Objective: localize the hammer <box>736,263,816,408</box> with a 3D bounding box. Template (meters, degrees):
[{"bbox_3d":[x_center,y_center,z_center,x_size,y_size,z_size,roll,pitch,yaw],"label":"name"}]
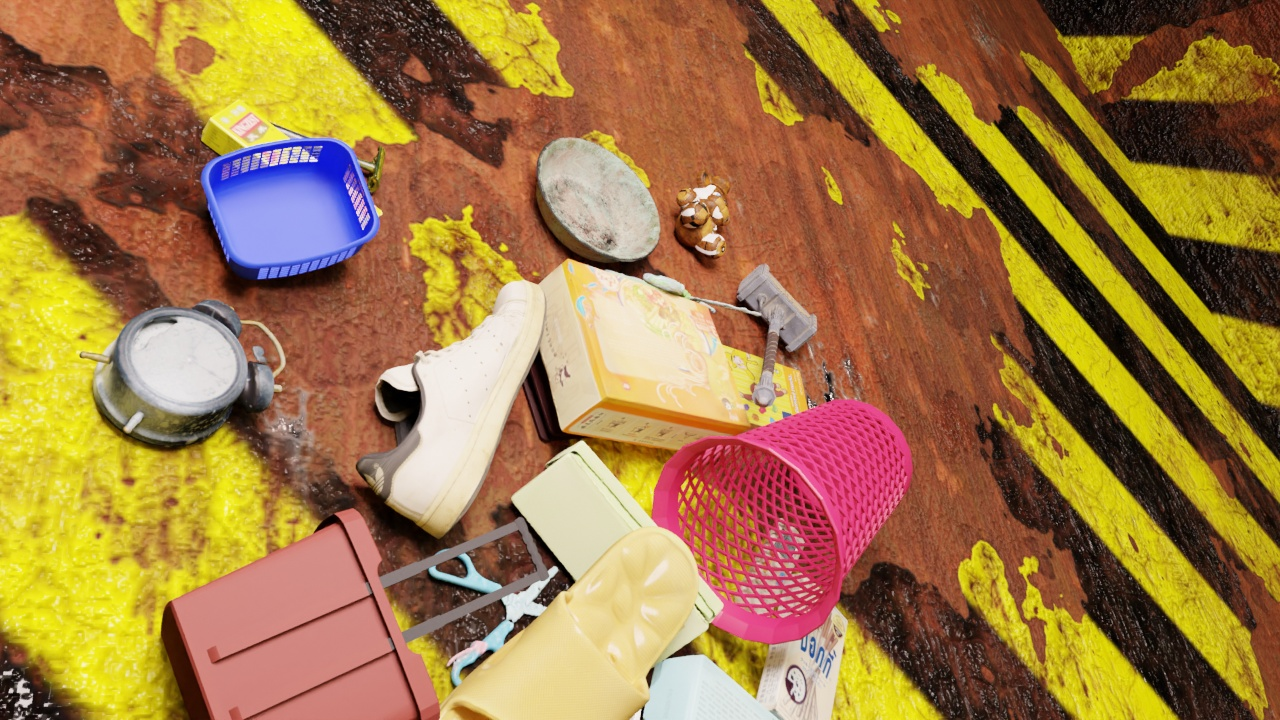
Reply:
[{"bbox_3d":[0.138,-0.017,0.966,0.098,0.044,0.321,45,22,-7],"label":"hammer"}]

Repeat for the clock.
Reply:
[{"bbox_3d":[-0.306,0.006,0.628,0.090,0.052,0.129,56,37,5],"label":"clock"}]

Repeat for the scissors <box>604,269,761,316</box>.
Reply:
[{"bbox_3d":[0.041,-0.067,0.944,0.171,0.168,0.023,13,83,2],"label":"scissors"}]

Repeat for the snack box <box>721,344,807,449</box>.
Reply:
[{"bbox_3d":[0.121,0.043,0.988,0.125,0.040,0.088,17,52,-33],"label":"snack box"}]

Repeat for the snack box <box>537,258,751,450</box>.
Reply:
[{"bbox_3d":[-0.005,0.005,0.854,0.195,0.081,0.145,14,49,-45],"label":"snack box"}]

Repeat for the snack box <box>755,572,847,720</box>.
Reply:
[{"bbox_3d":[0.151,0.279,0.847,0.082,0.026,0.149,50,39,-21],"label":"snack box"}]

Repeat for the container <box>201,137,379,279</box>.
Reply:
[{"bbox_3d":[-0.272,-0.115,0.712,0.114,0.058,0.096,-20,88,-29],"label":"container"}]

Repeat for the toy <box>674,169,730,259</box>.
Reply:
[{"bbox_3d":[0.078,-0.177,1.090,0.087,0.067,0.112,58,48,-31],"label":"toy"}]

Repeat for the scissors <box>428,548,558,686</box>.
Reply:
[{"bbox_3d":[-0.114,0.184,0.705,0.125,0.015,0.135,53,35,-1],"label":"scissors"}]

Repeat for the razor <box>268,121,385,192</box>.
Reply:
[{"bbox_3d":[-0.280,-0.186,0.810,0.105,0.026,0.042,18,53,-27],"label":"razor"}]

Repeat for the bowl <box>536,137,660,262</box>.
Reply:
[{"bbox_3d":[-0.052,-0.164,0.982,0.157,0.039,0.157,23,49,-29],"label":"bowl"}]

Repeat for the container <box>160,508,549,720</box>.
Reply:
[{"bbox_3d":[-0.172,0.169,0.572,0.200,0.127,0.148,-17,74,-36],"label":"container"}]

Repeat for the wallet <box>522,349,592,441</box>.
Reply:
[{"bbox_3d":[-0.057,0.030,0.861,0.115,0.018,0.091,1,61,-46],"label":"wallet"}]

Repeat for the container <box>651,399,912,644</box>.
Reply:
[{"bbox_3d":[0.151,0.126,0.853,0.225,0.184,0.183,-21,77,-50],"label":"container"}]

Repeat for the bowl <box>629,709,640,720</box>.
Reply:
[{"bbox_3d":[-0.056,0.249,0.684,0.110,0.041,0.109,20,52,-28],"label":"bowl"}]

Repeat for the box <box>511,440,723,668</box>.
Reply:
[{"bbox_3d":[-0.013,0.155,0.767,0.188,0.078,0.089,51,42,-1],"label":"box"}]

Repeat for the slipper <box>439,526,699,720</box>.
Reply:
[{"bbox_3d":[-0.035,0.209,0.637,0.099,0.079,0.262,52,49,-4],"label":"slipper"}]

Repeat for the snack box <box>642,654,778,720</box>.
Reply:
[{"bbox_3d":[0.072,0.309,0.721,0.174,0.053,0.074,47,40,-28],"label":"snack box"}]

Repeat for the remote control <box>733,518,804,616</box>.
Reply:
[{"bbox_3d":[0.128,0.204,0.898,0.038,0.018,0.125,48,41,-4],"label":"remote control"}]

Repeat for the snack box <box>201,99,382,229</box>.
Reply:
[{"bbox_3d":[-0.290,-0.154,0.770,0.148,0.029,0.040,39,42,-14],"label":"snack box"}]

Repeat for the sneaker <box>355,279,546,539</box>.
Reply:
[{"bbox_3d":[-0.153,0.020,0.736,0.102,0.089,0.240,27,50,-14],"label":"sneaker"}]
